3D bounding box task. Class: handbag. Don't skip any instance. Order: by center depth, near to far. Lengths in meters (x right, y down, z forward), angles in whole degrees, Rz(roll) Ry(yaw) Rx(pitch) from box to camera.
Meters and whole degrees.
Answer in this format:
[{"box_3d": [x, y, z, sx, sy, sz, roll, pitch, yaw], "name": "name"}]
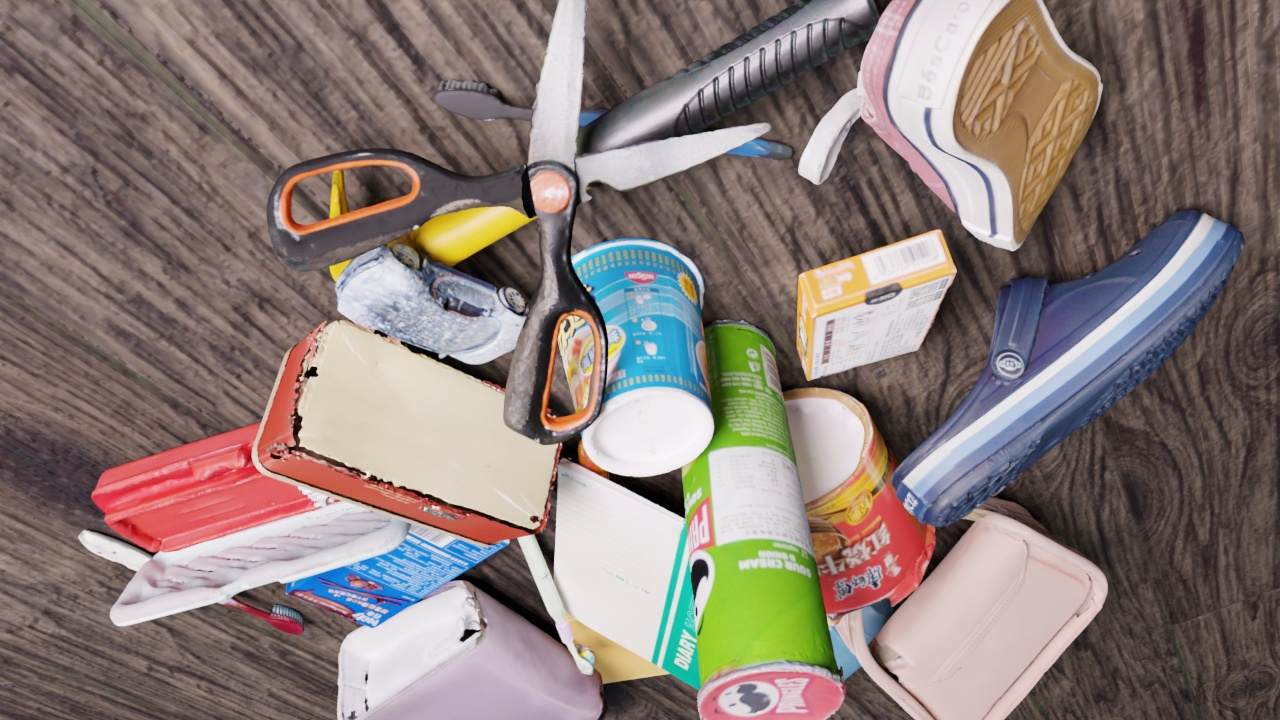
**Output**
[{"box_3d": [0.238, 0.185, 0.716, 0.234, 0.093, 0.193, 34, 95, -36], "name": "handbag"}, {"box_3d": [-0.137, 0.275, 0.778, 0.145, 0.098, 0.197, -29, 132, 13], "name": "handbag"}]

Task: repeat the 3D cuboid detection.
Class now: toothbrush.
[{"box_3d": [-0.008, -0.120, 0.465, 0.189, 0.016, 0.014, 4, 132, -18], "name": "toothbrush"}, {"box_3d": [-0.333, 0.168, 0.695, 0.016, 0.017, 0.187, -38, 128, 15], "name": "toothbrush"}, {"box_3d": [-0.070, 0.186, 0.736, 0.020, 0.029, 0.190, -26, 125, -12], "name": "toothbrush"}]

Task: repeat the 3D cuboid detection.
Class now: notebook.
[{"box_3d": [0.001, 0.167, 0.688, 0.150, 0.012, 0.210, 25, 140, 16], "name": "notebook"}, {"box_3d": [0.037, 0.255, 0.853, 0.206, 0.010, 0.146, -7, 136, -3], "name": "notebook"}]

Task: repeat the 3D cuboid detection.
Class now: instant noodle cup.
[{"box_3d": [-0.003, 0.003, 0.519, 0.099, 0.109, 0.099, -5, 137, -5], "name": "instant noodle cup"}, {"box_3d": [0.118, 0.091, 0.624, 0.138, 0.137, 0.108, -22, 126, 12], "name": "instant noodle cup"}]

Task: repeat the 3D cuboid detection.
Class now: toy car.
[{"box_3d": [-0.104, -0.025, 0.473, 0.105, 0.031, 0.049, 21, 134, -38], "name": "toy car"}]

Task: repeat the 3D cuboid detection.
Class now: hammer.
[{"box_3d": [-0.028, -0.098, 0.448, 0.301, 0.032, 0.129, -25, 143, 19], "name": "hammer"}]

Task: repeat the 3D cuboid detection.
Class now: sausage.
[{"box_3d": [-0.033, 0.107, 0.682, 0.021, 0.021, 0.165, -5, 136, -5], "name": "sausage"}]

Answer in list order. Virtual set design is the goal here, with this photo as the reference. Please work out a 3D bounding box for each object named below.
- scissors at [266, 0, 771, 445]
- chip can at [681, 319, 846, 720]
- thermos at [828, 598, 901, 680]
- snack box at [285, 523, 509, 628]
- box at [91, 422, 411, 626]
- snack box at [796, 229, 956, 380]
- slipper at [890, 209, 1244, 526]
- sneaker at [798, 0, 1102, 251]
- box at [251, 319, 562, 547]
[{"box_3d": [-0.052, -0.060, 0.415, 0.233, 0.021, 0.221, -9, 113, 1], "name": "scissors"}, {"box_3d": [0.059, 0.081, 0.518, 0.072, 0.235, 0.072, -1, 136, -2], "name": "chip can"}, {"box_3d": [0.155, 0.283, 0.849, 0.070, 0.070, 0.221, 19, 125, -27], "name": "thermos"}, {"box_3d": [-0.183, 0.147, 0.691, 0.157, 0.026, 0.084, -34, 131, 23], "name": "snack box"}, {"box_3d": [-0.245, 0.106, 0.587, 0.201, 0.100, 0.095, -17, 136, 6], "name": "box"}, {"box_3d": [0.129, -0.025, 0.526, 0.075, 0.026, 0.154, -17, 164, 5], "name": "snack box"}, {"box_3d": [0.250, -0.001, 0.570, 0.253, 0.095, 0.105, -41, 156, -1], "name": "slipper"}, {"box_3d": [0.146, -0.117, 0.429, 0.240, 0.088, 0.118, 8, 112, -57], "name": "sneaker"}, {"box_3d": [-0.127, 0.044, 0.542, 0.168, 0.091, 0.078, 27, 148, -33], "name": "box"}]
